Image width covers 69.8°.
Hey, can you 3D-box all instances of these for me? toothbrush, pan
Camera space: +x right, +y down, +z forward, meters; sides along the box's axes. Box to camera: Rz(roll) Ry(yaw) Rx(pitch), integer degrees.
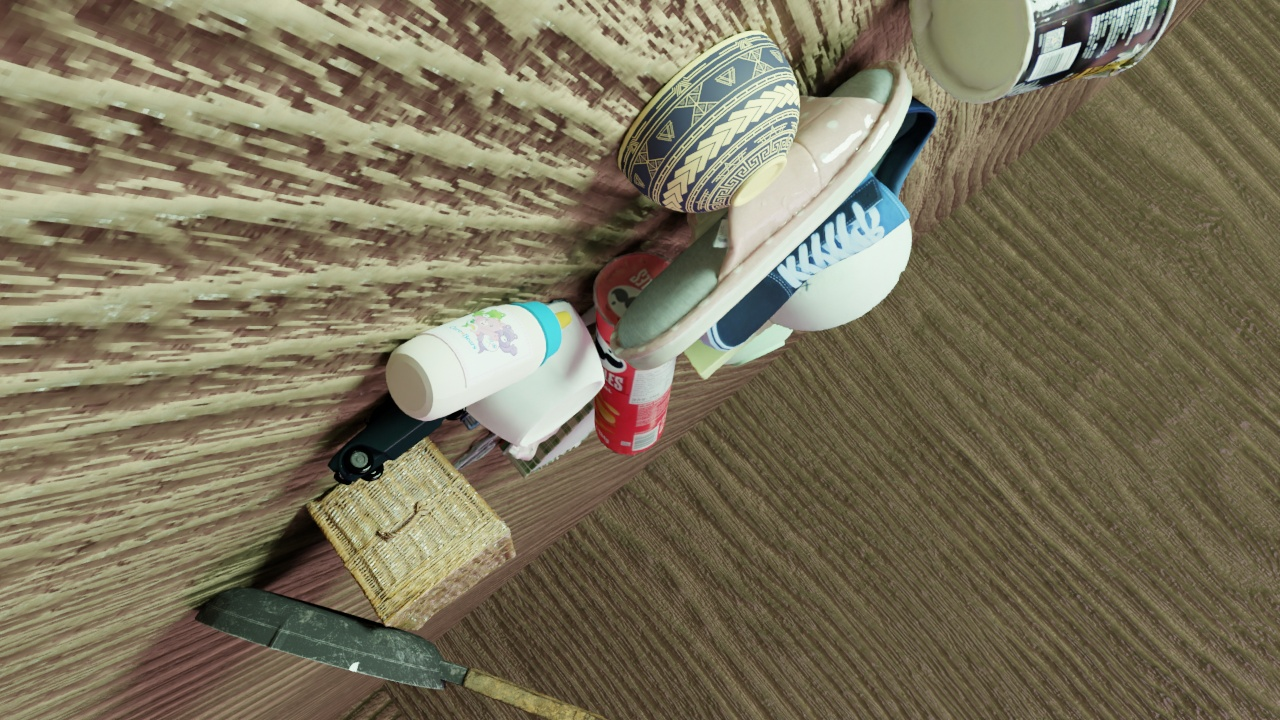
[{"bbox_3d":[-0.076,-0.004,0.767,0.189,0.017,0.016,-39,170,6],"label":"toothbrush"},{"bbox_3d":[-0.176,0.241,0.734,0.208,0.357,0.040,88,17,-71],"label":"pan"}]

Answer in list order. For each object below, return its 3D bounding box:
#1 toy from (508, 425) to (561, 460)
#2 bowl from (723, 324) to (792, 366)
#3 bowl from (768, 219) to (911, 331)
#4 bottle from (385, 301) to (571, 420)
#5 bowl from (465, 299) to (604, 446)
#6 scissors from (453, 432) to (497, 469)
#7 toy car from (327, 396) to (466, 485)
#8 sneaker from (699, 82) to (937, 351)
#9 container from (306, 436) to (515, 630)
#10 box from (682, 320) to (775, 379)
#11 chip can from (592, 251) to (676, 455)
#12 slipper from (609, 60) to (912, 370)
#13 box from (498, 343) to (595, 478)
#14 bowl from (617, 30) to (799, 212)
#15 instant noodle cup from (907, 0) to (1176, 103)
[{"bbox_3d":[-0.089,0.041,0.859,0.110,0.047,0.063,-50,174,-1],"label":"toy"},{"bbox_3d":[0.126,-0.041,1.094,0.151,0.077,0.151,-24,179,-1],"label":"bowl"},{"bbox_3d":[0.145,-0.108,0.783,0.153,0.153,0.073,-40,143,9],"label":"bowl"},{"bbox_3d":[-0.092,-0.008,0.582,0.145,0.051,0.051,-28,166,-49],"label":"bottle"},{"bbox_3d":[-0.079,0.015,0.698,0.116,0.065,0.116,-38,171,-8],"label":"bowl"},{"bbox_3d":[-0.194,0.116,0.908,0.170,0.014,0.095,-38,173,-23],"label":"scissors"},{"bbox_3d":[-0.158,0.041,0.613,0.112,0.034,0.046,-38,171,-13],"label":"toy car"},{"bbox_3d":[0.133,-0.103,0.683,0.241,0.098,0.083,-54,135,-1],"label":"sneaker"},{"bbox_3d":[-0.184,0.145,0.771,0.113,0.112,0.199,-36,171,-15],"label":"container"},{"bbox_3d":[0.102,-0.080,0.864,0.188,0.141,0.044,-39,127,10],"label":"box"},{"bbox_3d":[-0.005,0.005,0.776,0.073,0.073,0.233,-35,159,-20],"label":"chip can"},{"bbox_3d":[0.073,-0.106,0.615,0.274,0.054,0.114,-48,-156,-2],"label":"slipper"},{"bbox_3d":[-0.055,0.038,0.971,0.206,0.050,0.117,-44,172,34],"label":"box"},{"bbox_3d":[0.050,-0.125,0.529,0.112,0.061,0.112,-38,171,-7],"label":"bowl"},{"bbox_3d":[0.253,-0.236,0.600,0.112,0.137,0.137,-26,167,-18],"label":"instant noodle cup"}]
